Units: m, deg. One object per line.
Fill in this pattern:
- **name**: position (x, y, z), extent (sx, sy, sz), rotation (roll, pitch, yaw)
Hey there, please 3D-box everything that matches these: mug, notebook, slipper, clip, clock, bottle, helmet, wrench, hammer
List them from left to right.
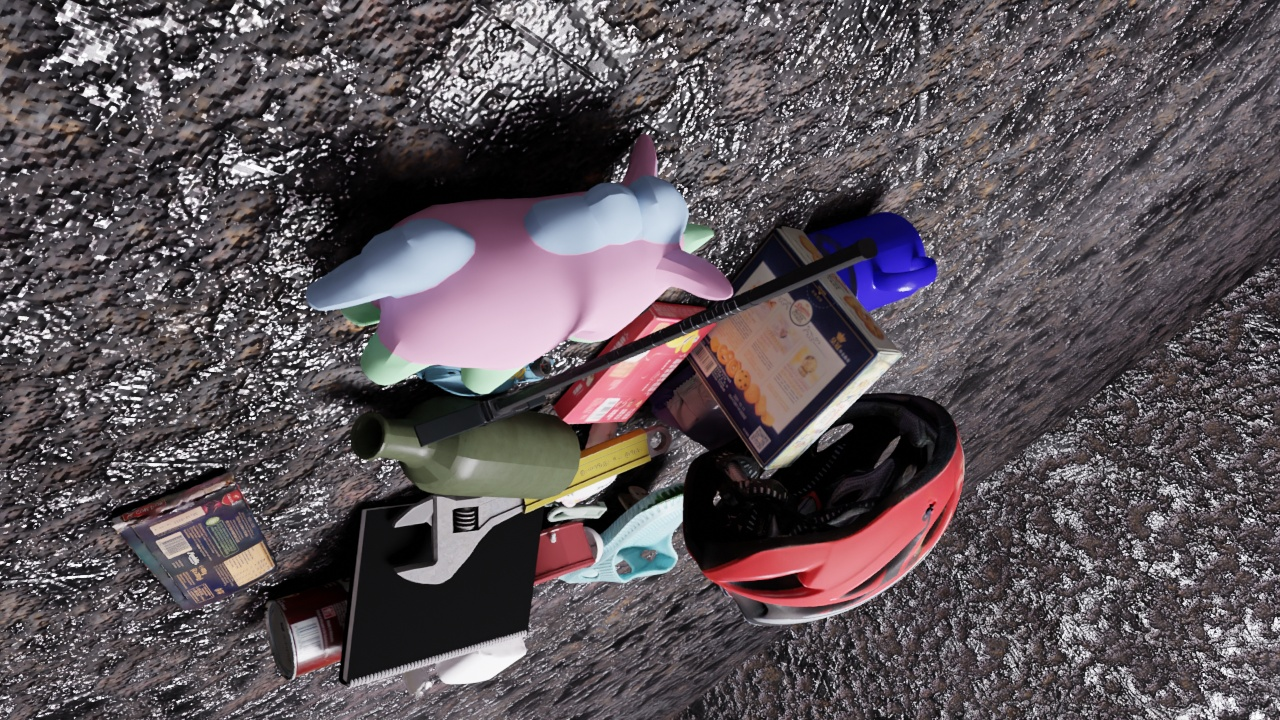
- **notebook**: position (-0.169, 0.194, 0.818), extent (0.206, 0.016, 0.149), rotation (2, 97, -52)
- **bottle**: position (-0.127, 0.065, 0.681), extent (0.071, 0.071, 0.206), rotation (-43, 154, 16)
- **wrench**: position (-0.088, 0.115, 0.804), extent (0.272, 0.018, 0.084), rotation (-19, 106, -26)
- **clock**: position (-0.095, 0.206, 0.970), extent (0.096, 0.048, 0.137), rotation (-22, 167, 11)
- **clip**: position (-0.070, 0.150, 0.948), extent (0.076, 0.047, 0.023), rotation (5, 133, -48)
- **hammer**: position (-0.013, -0.003, 0.493), extent (0.094, 0.015, 0.326), rotation (-19, 178, -42)
- **slipper**: position (-0.010, 0.220, 1.064), extent (0.115, 0.069, 0.277), rotation (-10, 155, -35)
- **clip**: position (-0.003, 0.158, 1.050), extent (0.047, 0.025, 0.062), rotation (-27, 156, -18)
- **helmet**: position (0.172, 0.128, 0.845), extent (0.271, 0.217, 0.167), rotation (-29, 116, -9)
- **mug**: position (0.197, -0.078, 0.781), extent (0.083, 0.111, 0.079), rotation (-19, 113, -29)

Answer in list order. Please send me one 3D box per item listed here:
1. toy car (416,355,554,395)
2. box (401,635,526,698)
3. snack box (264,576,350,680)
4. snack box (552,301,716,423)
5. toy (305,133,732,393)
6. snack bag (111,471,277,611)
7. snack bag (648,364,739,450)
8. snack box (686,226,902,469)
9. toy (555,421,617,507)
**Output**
- **toy car**: position (-0.105, 0.010, 0.629), extent (0.060, 0.027, 0.107), rotation (-7, 172, 33)
- **box**: position (-0.207, 0.291, 0.940), extent (0.130, 0.110, 0.103), rotation (-41, 154, 11)
- **snack box**: position (-0.257, 0.225, 0.805), extent (0.121, 0.072, 0.072), rotation (-11, 146, -38)
- **snack box**: position (-0.005, 0.005, 0.780), extent (0.089, 0.021, 0.133), rotation (2, 136, -52)
- **toy**: position (-0.064, -0.053, 0.518), extent (0.171, 0.120, 0.221), rotation (-37, 158, 27)
- **snack bag**: position (-0.305, 0.131, 0.643), extent (0.074, 0.018, 0.155), rotation (-23, 153, -23)
- **snack bag**: position (0.088, 0.051, 0.931), extent (0.096, 0.058, 0.205), rotation (-39, 154, 8)
- **snack box**: position (0.118, -0.009, 0.761), extent (0.042, 0.144, 0.145), rotation (2, 137, -47)
- **toy**: position (-0.057, 0.107, 0.876), extent (0.075, 0.037, 0.126), rotation (-14, 142, -22)
